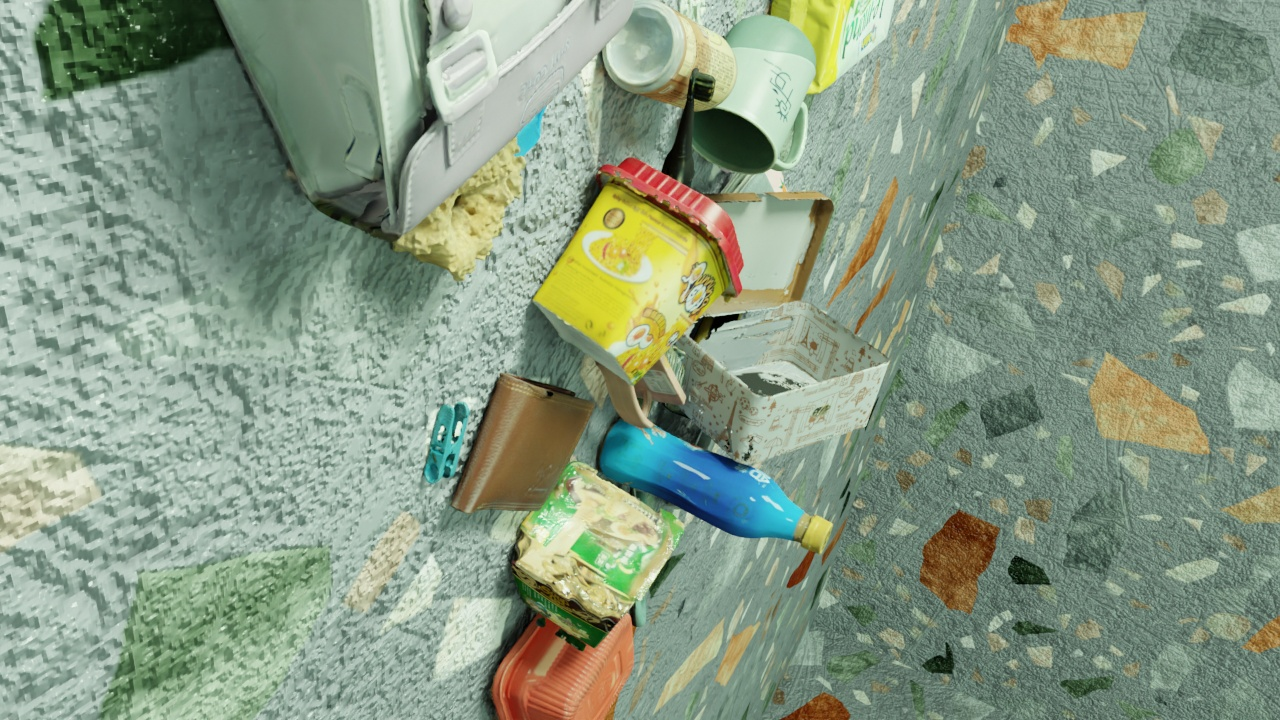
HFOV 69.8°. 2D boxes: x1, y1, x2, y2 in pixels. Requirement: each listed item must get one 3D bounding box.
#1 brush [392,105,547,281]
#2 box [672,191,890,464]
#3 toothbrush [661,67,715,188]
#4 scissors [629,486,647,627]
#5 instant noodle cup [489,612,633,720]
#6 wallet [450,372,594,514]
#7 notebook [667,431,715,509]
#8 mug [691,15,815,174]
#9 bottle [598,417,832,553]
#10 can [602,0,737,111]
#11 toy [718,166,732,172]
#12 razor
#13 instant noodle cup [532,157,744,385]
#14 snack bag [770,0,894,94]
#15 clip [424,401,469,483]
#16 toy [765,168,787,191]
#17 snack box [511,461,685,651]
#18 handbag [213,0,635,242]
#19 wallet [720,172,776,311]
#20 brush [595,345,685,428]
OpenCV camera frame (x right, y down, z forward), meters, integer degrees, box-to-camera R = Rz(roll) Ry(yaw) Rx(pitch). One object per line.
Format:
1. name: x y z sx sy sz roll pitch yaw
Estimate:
1. brush: -0.064 -0.147 0.522 0.254 0.046 0.083 -61 155 -28
2. box: 0.133 -0.035 0.845 0.180 0.157 0.198 -9 126 -34
3. toothbrush: 0.029 -0.141 0.683 0.213 0.027 0.026 104 10 -65
4. scissors: -0.001 0.184 0.957 0.181 0.019 0.170 48 39 -81
5. instant noodle cup: -0.066 0.299 0.887 0.164 0.079 0.189 -52 153 -36
6. wallet: -0.086 0.066 0.679 0.101 0.032 0.124 -66 158 0
7. notebook: 0.072 0.096 1.028 0.209 0.012 0.150 101 13 -80
8. mug: 0.102 -0.213 0.762 0.111 0.082 0.106 38 67 -31
9. bottle: 0.067 0.117 0.837 0.065 0.219 0.065 -49 152 -38
10. can: 0.023 -0.208 0.636 0.116 0.058 0.058 -16 125 -64
11. toy: 0.094 -0.213 0.833 0.107 0.039 0.084 -44 131 -41
12. razor: 0.077 -0.017 0.966 0.167 0.062 0.068 -68 -170 -15
13. instant noodle cup: -0.004 -0.059 0.659 0.123 0.116 0.116 -52 157 -9
14. snack bag: 0.194 -0.366 0.884 0.245 0.068 0.158 -45 149 -45
15. clip: -0.125 0.053 0.593 0.045 0.014 0.057 -16 127 -62
16. toy: 0.140 -0.140 1.003 0.121 0.054 0.159 -62 151 -16
17. snack box: -0.045 0.177 0.795 0.117 0.118 0.106 -51 165 -37
18. handbag: -0.075 -0.164 0.399 0.196 0.098 0.145 -54 160 -32
19. wallet: 0.108 -0.117 0.911 0.106 0.037 0.130 -53 141 -11
20. brush: -0.005 0.004 0.770 0.146 0.063 0.073 62 43 -63
